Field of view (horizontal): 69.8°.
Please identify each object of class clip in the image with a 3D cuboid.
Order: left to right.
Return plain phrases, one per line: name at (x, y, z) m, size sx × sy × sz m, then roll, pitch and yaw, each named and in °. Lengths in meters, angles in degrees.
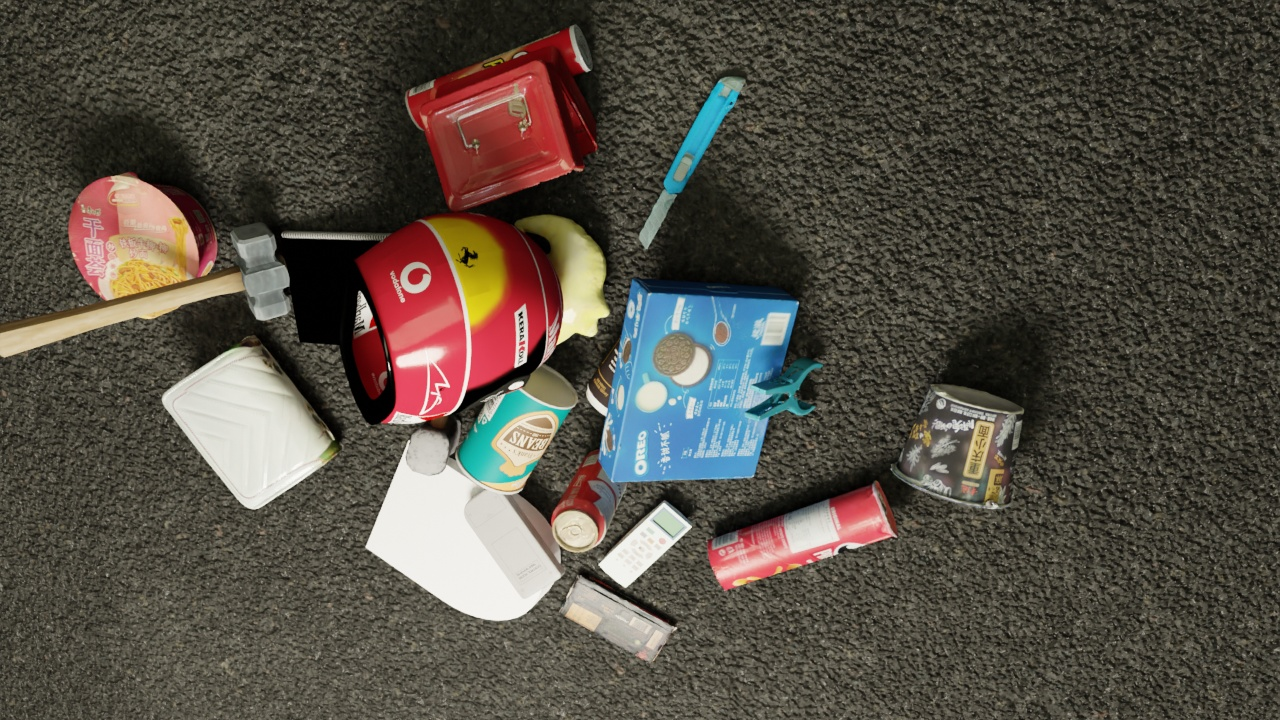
clip at (0.177, 0.020, 1.078) m, size 0.031 × 0.130 × 0.121 m, roll 28°, pitch 98°, yaw 38°

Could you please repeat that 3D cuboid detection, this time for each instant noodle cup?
instant noodle cup at (-0.629, -0.153, 1.182) m, size 0.179 × 0.077 × 0.179 m, roll 3°, pitch 111°, yaw 9°
instant noodle cup at (0.373, 0.093, 1.057) m, size 0.137 × 0.137 × 0.112 m, roll 14°, pitch 102°, yaw 6°

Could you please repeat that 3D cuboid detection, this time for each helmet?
helmet at (-0.200, -0.047, 1.012) m, size 0.197 × 0.224 × 0.272 m, roll 65°, pitch 152°, yaw 16°

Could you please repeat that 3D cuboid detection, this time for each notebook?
notebook at (-0.359, -0.089, 1.167) m, size 0.207 × 0.016 × 0.149 m, roll 4°, pitch 110°, yaw 20°

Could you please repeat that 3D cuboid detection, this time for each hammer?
hammer at (-0.590, -0.071, 1.103) m, size 0.051 × 0.322 × 0.117 m, roll 42°, pitch 142°, yaw 41°
hammer at (-0.235, -0.014, 1.162) m, size 0.052 × 0.098 × 0.329 m, roll 14°, pitch 103°, yaw -4°

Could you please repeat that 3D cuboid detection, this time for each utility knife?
utility knife at (0.054, -0.228, 1.061) m, size 0.031 × 0.015 × 0.225 m, roll 31°, pitch 113°, yaw 4°

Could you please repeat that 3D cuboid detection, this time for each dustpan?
dustpan at (-0.236, 0.247, 1.278) m, size 0.258 × 0.053 × 0.192 m, roll 31°, pitch 112°, yaw 11°

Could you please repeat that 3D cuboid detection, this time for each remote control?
remote control at (-0.169, 0.236, 1.208) m, size 0.074 × 0.019 × 0.151 m, roll -36°, pitch 90°, yaw 25°
remote control at (0.005, 0.244, 1.227) m, size 0.049 × 0.024 × 0.144 m, roll 41°, pitch 113°, yaw -5°

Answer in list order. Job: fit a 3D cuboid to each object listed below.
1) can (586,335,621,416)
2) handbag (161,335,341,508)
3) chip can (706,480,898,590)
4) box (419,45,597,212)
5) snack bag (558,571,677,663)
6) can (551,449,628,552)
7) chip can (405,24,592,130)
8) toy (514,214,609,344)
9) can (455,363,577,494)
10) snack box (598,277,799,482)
can at (-0.007, 0.007, 1.122) m, size 0.072 × 0.071 × 0.129 m, roll 35°, pitch 111°, yaw -3°
handbag at (-0.516, 0.079, 1.235) m, size 0.142 × 0.096 × 0.198 m, roll -32°, pitch 100°, yaw 5°
chip can at (0.200, 0.224, 1.159) m, size 0.233 × 0.073 × 0.073 m, roll -23°, pitch 103°, yaw 18°
box at (-0.138, -0.258, 1.017) m, size 0.158 × 0.155 × 0.147 m, roll -13°, pitch 100°, yaw 17°
snack bag at (-0.034, 0.359, 1.278) m, size 0.155 × 0.018 × 0.075 m, roll 30°, pitch 111°, yaw 0°
can at (-0.060, 0.171, 1.136) m, size 0.067 × 0.169 × 0.067 m, roll 4°, pitch 109°, yaw 10°
chip can at (-0.163, -0.321, 1.049) m, size 0.215 × 0.051 × 0.052 m, roll -15°, pitch 105°, yaw 15°
toy at (-0.108, -0.088, 1.114) m, size 0.155 × 0.064 × 0.171 m, roll 35°, pitch 112°, yaw 4°
can at (-0.158, 0.083, 1.162) m, size 0.099 × 0.099 × 0.144 m, roll 32°, pitch 111°, yaw -2°
snack box at (0.065, 0.027, 1.074) m, size 0.195 × 0.056 × 0.239 m, roll 1°, pitch 113°, yaw -25°
